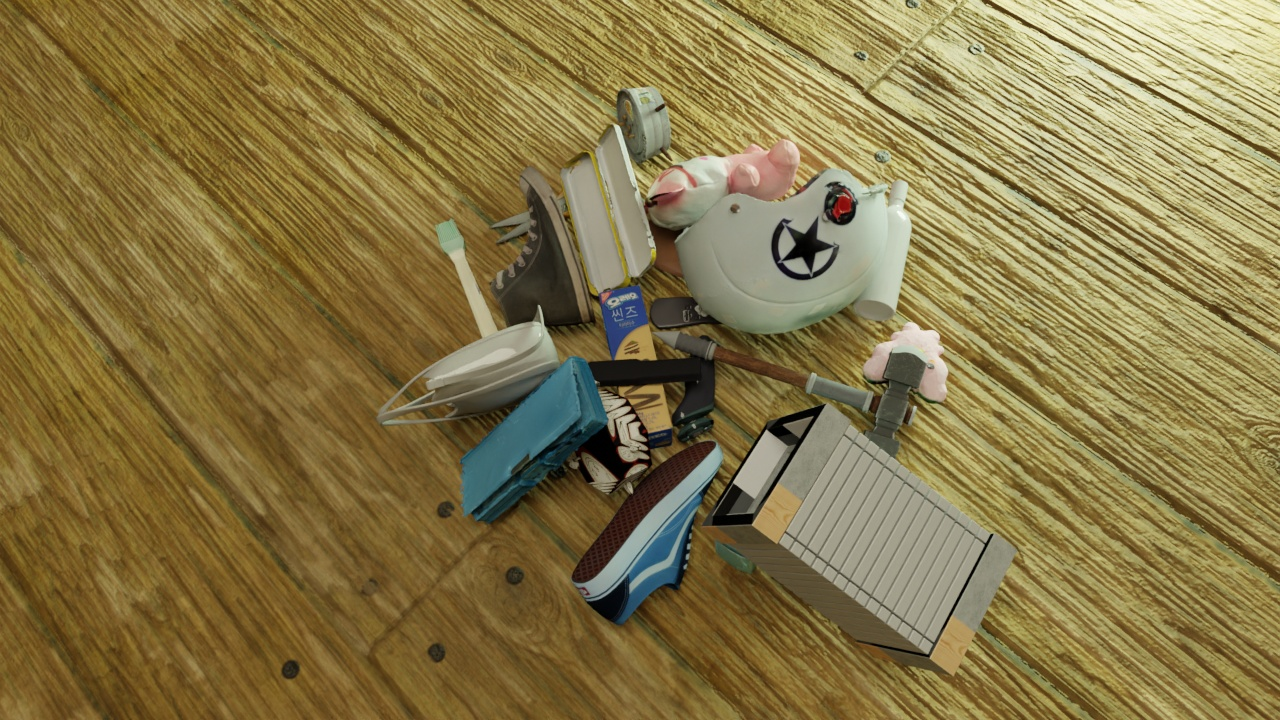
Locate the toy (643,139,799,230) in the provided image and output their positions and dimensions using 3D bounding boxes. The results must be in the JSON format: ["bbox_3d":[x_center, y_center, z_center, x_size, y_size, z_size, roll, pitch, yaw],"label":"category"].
[{"bbox_3d":[0.097,-0.230,1.209,0.213,0.142,0.084,-19,104,-15],"label":"toy"}]

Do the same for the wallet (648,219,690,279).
[{"bbox_3d":[0.056,-0.152,1.235,0.121,0.013,0.087,24,69,19],"label":"wallet"}]

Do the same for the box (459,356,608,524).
[{"bbox_3d":[-0.133,0.093,1.049,0.232,0.048,0.093,-41,56,32],"label":"box"}]

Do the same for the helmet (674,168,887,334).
[{"bbox_3d":[0.182,-0.120,1.104,0.263,0.237,0.163,-13,90,-15],"label":"helmet"}]

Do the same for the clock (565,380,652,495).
[{"bbox_3d":[-0.058,0.086,1.078,0.064,0.115,0.154,-22,49,-32],"label":"clock"}]

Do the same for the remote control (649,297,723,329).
[{"bbox_3d":[0.074,-0.065,1.196,0.124,0.009,0.046,-5,65,4],"label":"remote control"}]

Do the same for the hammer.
[{"bbox_3d":[0.167,0.016,1.098,0.322,0.043,0.156,18,91,12],"label":"hammer"}]

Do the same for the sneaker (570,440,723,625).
[{"bbox_3d":[0.026,0.200,1.057,0.240,0.084,0.098,-47,112,-26],"label":"sneaker"}]

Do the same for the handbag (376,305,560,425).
[{"bbox_3d":[-0.206,0.021,1.074,0.222,0.216,0.095,-21,81,-9],"label":"handbag"}]

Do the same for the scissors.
[{"bbox_3d":[-0.105,-0.227,1.286,0.225,0.016,0.161,-10,67,3],"label":"scissors"}]

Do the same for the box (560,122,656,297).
[{"bbox_3d":[-0.042,-0.196,1.210,0.038,0.130,0.209,2,66,-42],"label":"box"}]

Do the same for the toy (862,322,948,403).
[{"bbox_3d":[0.331,0.001,1.115,0.102,0.050,0.093,23,78,15],"label":"toy"}]

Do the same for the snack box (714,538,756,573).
[{"bbox_3d":[0.148,0.154,1.050,0.053,0.075,0.174,27,70,18],"label":"snack box"}]

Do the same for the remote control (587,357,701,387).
[{"bbox_3d":[0.004,0.012,1.100,0.136,0.015,0.032,-4,65,7],"label":"remote control"}]

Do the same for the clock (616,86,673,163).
[{"bbox_3d":[-0.003,-0.336,1.288,0.056,0.104,0.148,-17,34,-13],"label":"clock"}]

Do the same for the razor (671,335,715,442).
[{"bbox_3d":[0.070,0.033,1.135,0.052,0.047,0.142,15,62,-14],"label":"razor"}]

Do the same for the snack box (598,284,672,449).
[{"bbox_3d":[-0.007,0.007,1.144,0.056,0.057,0.206,-12,65,-1],"label":"snack box"}]

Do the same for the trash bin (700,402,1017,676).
[{"bbox_3d":[0.219,0.183,0.942,0.247,0.143,0.142,37,72,-6],"label":"trash bin"}]

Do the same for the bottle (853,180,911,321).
[{"bbox_3d":[0.319,-0.148,1.185,0.052,0.052,0.194,13,67,11],"label":"bottle"}]

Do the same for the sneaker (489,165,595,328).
[{"bbox_3d":[-0.146,-0.143,1.206,0.120,0.095,0.234,-17,78,-2],"label":"sneaker"}]

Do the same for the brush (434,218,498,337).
[{"bbox_3d":[-0.232,-0.104,1.247,0.033,0.012,0.217,-24,67,-6],"label":"brush"}]
